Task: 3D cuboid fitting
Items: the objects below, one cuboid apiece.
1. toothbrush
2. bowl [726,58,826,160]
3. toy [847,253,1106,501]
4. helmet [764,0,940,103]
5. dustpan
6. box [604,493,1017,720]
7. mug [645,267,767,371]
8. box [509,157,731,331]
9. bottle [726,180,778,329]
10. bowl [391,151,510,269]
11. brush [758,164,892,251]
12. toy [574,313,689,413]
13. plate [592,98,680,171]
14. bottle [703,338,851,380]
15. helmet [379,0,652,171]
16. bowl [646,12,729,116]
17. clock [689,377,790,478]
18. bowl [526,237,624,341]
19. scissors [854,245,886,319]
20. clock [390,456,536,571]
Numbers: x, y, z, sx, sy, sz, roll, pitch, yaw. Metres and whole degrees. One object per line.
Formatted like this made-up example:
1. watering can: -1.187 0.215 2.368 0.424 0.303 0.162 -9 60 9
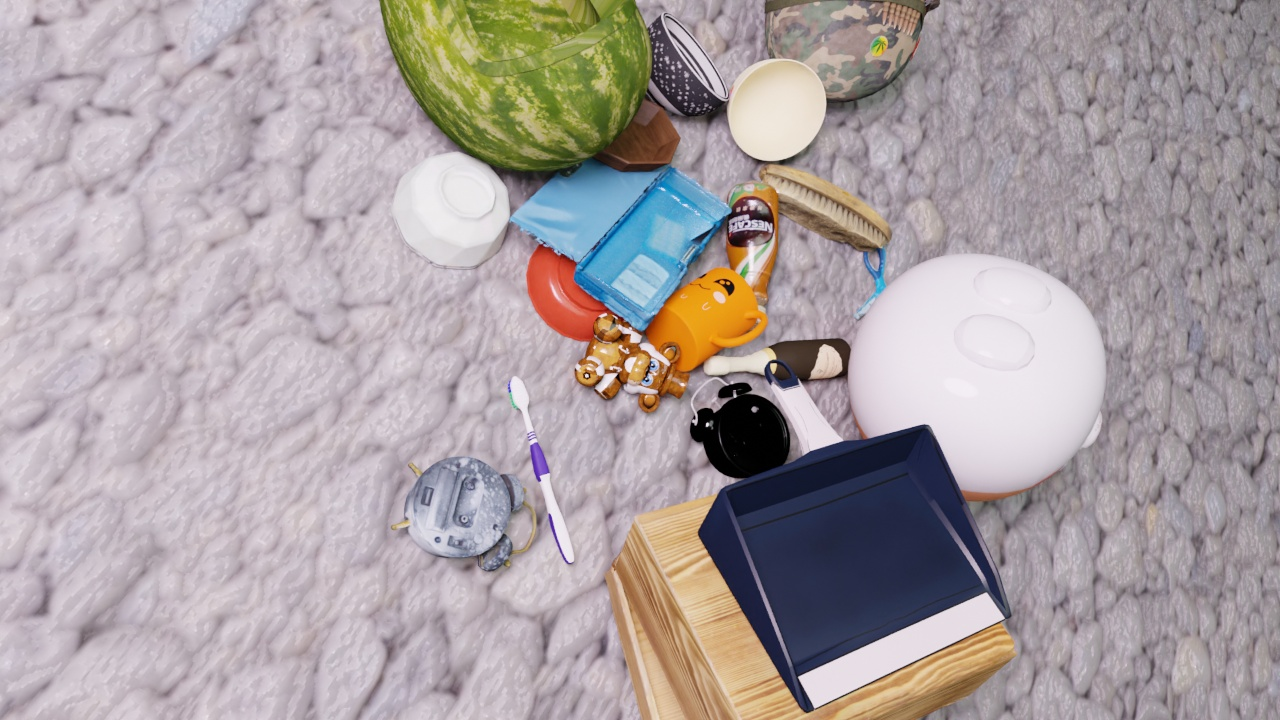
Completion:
1. toothbrush: -0.095 0.105 0.878 0.015 0.016 0.186 -14 83 -30
2. bowl: 0.152 -0.308 1.097 0.118 0.118 0.074 17 25 -22
3. toy: 0.361 0.029 0.998 0.266 0.281 0.262 20 58 19
4. helmet: 0.257 -0.440 1.124 0.224 0.193 0.236 -14 108 -17
5. dustpan: 0.173 0.123 0.794 0.235 0.080 0.273 -13 53 -27
6. box: 0.130 0.247 0.868 0.278 0.221 0.258 -12 54 -25
7. mug: 0.077 -0.039 0.960 0.095 0.113 0.078 -33 128 -31
8. box: -0.014 -0.150 0.961 0.174 0.034 0.230 38 46 -1
9. bottle: 0.126 -0.118 1.038 0.059 0.059 0.167 10 72 -24
10. bowl: -0.177 -0.152 0.891 0.117 0.061 0.117 8 72 -26
11. brush: 0.224 -0.181 1.110 0.195 0.059 0.043 23 76 -22
12. toy: -0.005 0.005 0.929 0.112 0.067 0.087 23 89 -6
13. plate: -0.021 -0.249 1.002 0.131 0.025 0.131 13 48 -15
14. bottle: 0.151 0.001 1.021 0.184 0.045 0.045 -3 76 -28
15. helmet: -0.111 -0.294 0.861 0.247 0.244 0.212 46 62 -2
16. bowl: 0.039 -0.326 1.046 0.120 0.066 0.120 41 29 -29
17. clock: 0.103 0.073 0.975 0.120 0.043 0.091 50 59 -5
18. bowl: -0.054 -0.082 0.947 0.122 0.035 0.121 8 71 -25
19. scissors: 0.301 -0.093 1.150 0.137 0.012 0.127 -33 92 -30
20. clock: -0.151 0.136 0.818 0.129 0.052 0.090 20 66 -20
